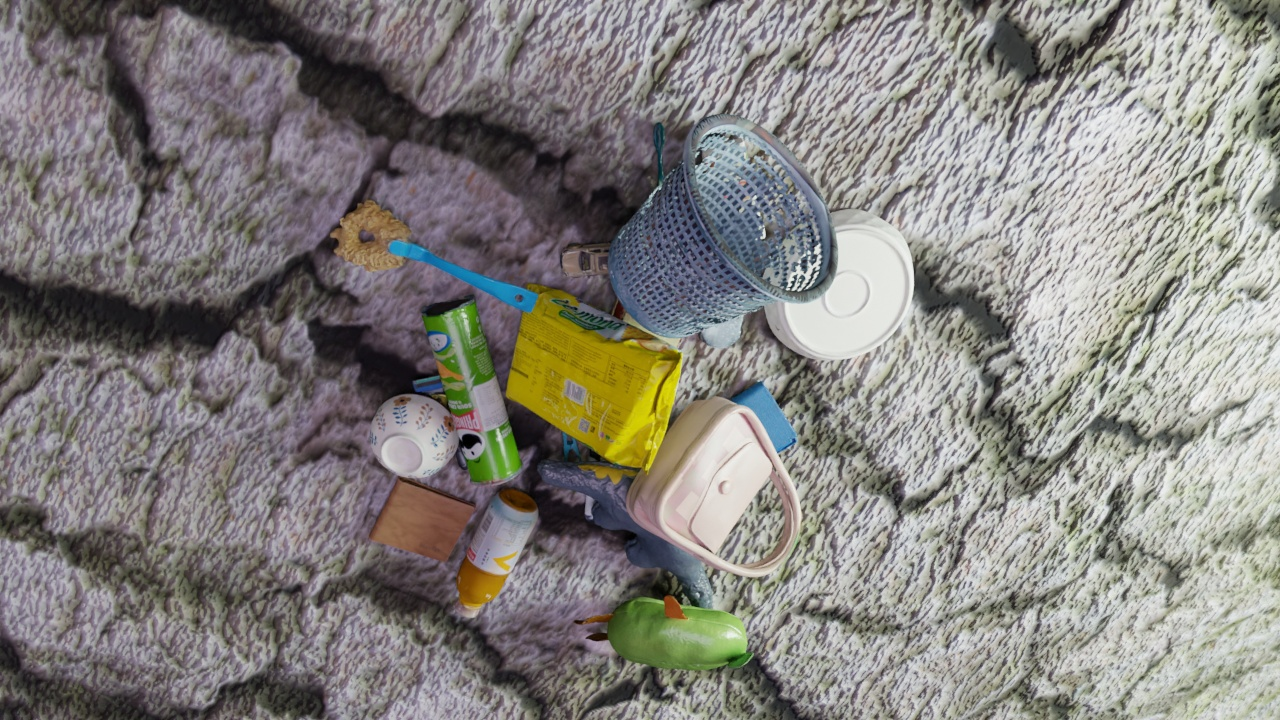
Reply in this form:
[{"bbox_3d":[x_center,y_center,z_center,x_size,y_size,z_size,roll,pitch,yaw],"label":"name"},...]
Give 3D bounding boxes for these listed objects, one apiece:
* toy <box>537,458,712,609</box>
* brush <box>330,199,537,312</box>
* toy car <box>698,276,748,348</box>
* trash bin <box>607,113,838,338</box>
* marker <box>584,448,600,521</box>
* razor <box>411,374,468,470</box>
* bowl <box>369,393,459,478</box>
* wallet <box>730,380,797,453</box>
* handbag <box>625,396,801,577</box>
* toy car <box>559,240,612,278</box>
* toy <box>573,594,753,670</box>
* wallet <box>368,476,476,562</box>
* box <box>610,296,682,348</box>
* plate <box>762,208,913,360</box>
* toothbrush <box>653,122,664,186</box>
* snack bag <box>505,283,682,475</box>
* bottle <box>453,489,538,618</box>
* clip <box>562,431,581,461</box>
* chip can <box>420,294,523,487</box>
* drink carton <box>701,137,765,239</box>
[{"bbox_3d":[0.018,0.224,1.251,0.138,0.091,0.356,-36,116,12],"label":"toy"},{"bbox_3d":[-0.244,-0.115,1.087,0.254,0.046,0.083,22,100,-2],"label":"brush"},{"bbox_3d":[0.110,-0.072,1.183,0.054,0.036,0.121,7,113,-11],"label":"toy car"},{"bbox_3d":[0.075,-0.129,1.037,0.226,0.225,0.196,39,137,-20],"label":"trash bin"},{"bbox_3d":[-0.064,0.161,1.255,0.018,0.022,0.131,1,110,-11],"label":"marker"},{"bbox_3d":[-0.250,0.081,1.195,0.043,0.022,0.143,-12,114,14],"label":"razor"},{"bbox_3d":[-0.292,0.105,1.165,0.113,0.062,0.114,2,115,3],"label":"bowl"},{"bbox_3d":[0.137,0.103,1.254,0.133,0.040,0.106,-33,104,5],"label":"wallet"},{"bbox_3d":[0.115,0.182,1.189,0.234,0.093,0.193,45,73,-20],"label":"handbag"},{"bbox_3d":[-0.055,-0.124,1.138,0.090,0.035,0.042,-4,111,-4],"label":"toy car"},{"bbox_3d":[0.035,0.382,1.284,0.247,0.089,0.227,6,147,6],"label":"toy"},{"bbox_3d":[-0.295,0.218,1.245,0.115,0.020,0.101,23,108,-19],"label":"wallet"},{"bbox_3d":[-0.007,0.007,1.163,0.091,0.079,0.169,14,115,-14],"label":"box"},{"bbox_3d":[0.263,-0.091,1.192,0.205,0.045,0.205,-3,111,-7],"label":"plate"},{"bbox_3d":[0.026,-0.197,1.133,0.016,0.018,0.192,-6,114,-7],"label":"toothbrush"},{"bbox_3d":[-0.065,0.022,1.104,0.068,0.247,0.158,-10,121,-52],"label":"snack bag"},{"bbox_3d":[-0.203,0.266,1.250,0.068,0.068,0.190,22,107,-16],"label":"bottle"},{"bbox_3d":[-0.095,0.116,1.237,0.041,0.014,0.056,-11,112,-5],"label":"clip"},{"bbox_3d":[-0.209,0.039,1.151,0.072,0.072,0.236,-14,108,-3],"label":"chip can"},{"bbox_3d":[0.114,-0.206,1.124,0.053,0.045,0.122,-14,112,9],"label":"drink carton"}]
